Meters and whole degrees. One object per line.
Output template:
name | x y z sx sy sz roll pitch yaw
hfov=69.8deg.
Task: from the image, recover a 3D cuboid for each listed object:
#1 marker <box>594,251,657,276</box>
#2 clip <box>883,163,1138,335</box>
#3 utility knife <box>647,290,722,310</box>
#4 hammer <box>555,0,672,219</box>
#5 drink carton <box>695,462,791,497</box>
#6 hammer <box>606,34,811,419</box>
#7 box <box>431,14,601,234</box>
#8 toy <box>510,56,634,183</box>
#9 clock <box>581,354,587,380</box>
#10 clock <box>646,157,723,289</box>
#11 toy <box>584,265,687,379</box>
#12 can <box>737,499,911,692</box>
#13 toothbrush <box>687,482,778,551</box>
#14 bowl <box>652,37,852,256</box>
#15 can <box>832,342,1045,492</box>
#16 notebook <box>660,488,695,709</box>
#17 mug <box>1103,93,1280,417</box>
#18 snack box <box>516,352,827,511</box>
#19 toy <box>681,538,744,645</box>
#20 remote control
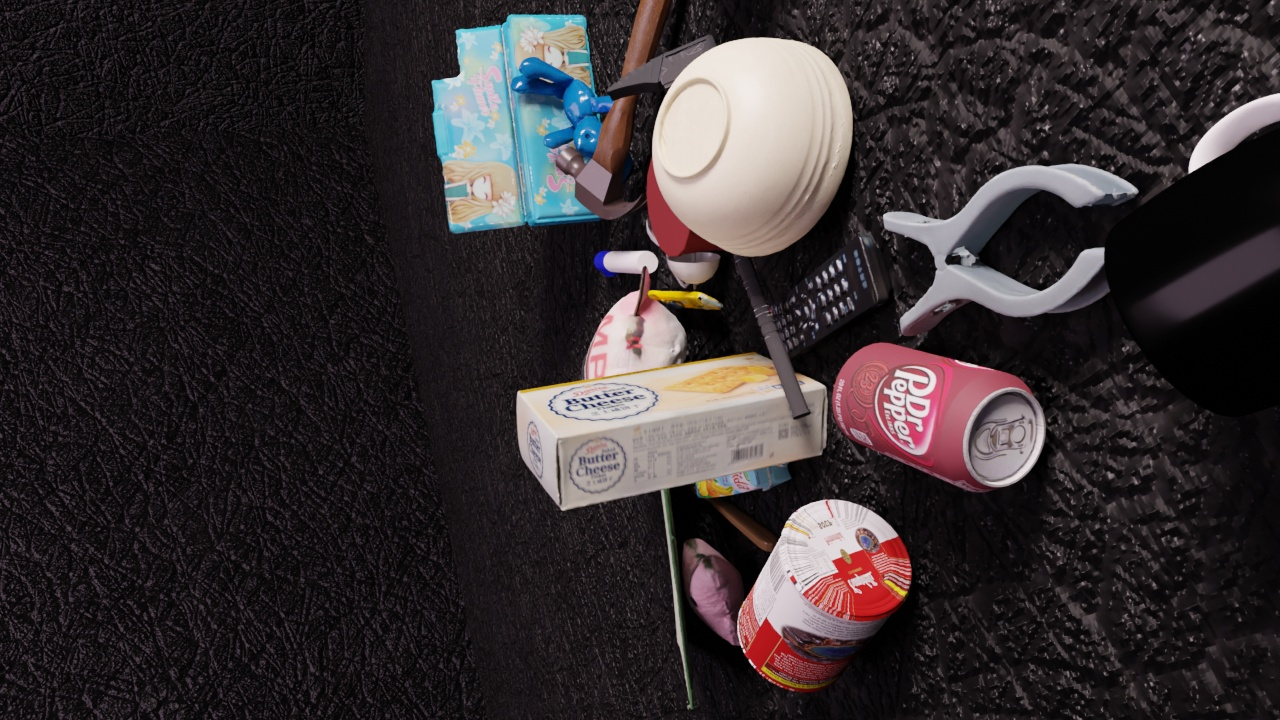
marker | -0.017 -0.104 0.983 0.027 0.023 0.133 64 164 -16
clip | 0.181 -0.072 0.474 0.163 0.028 0.107 161 102 -68
utility knife | 0.039 -0.056 0.834 0.017 0.030 0.163 -71 18 -4
hammer | -0.001 -0.268 0.827 0.115 0.033 0.324 41 135 21
drink carton | 0.082 0.091 0.773 0.129 0.038 0.044 146 114 -67
hammer | 0.060 -0.103 0.693 0.015 0.095 0.324 50 -159 -66
box | -0.135 -0.261 1.016 0.056 0.185 0.227 -171 73 -79
toy | -0.064 -0.246 0.973 0.176 0.070 0.113 52 149 8
clock | -0.033 0.028 1.044 0.123 0.043 0.091 112 144 -53
clock | 0.042 -0.127 0.782 0.096 0.048 0.138 -119 27 -42
toy | -0.005 0.005 0.839 0.213 0.084 0.141 96 -168 -77
can | 0.123 0.163 0.628 0.117 0.086 0.086 105 150 -47
toothbrush | 0.080 0.135 0.830 0.167 0.016 0.016 -149 53 -65
bowl | 0.060 -0.150 0.621 0.151 0.075 0.150 -4 84 49
can | 0.161 0.029 0.509 0.114 0.063 0.063 -155 59 -66
notebook | 0.031 0.183 0.900 0.182 0.010 0.252 -116 19 -88
mug | 0.226 -0.052 0.308 0.100 0.085 0.118 -43 27 51
snack box | 0.021 0.046 0.679 0.104 0.207 0.057 -144 49 -63
toy | 0.069 0.215 0.840 0.099 0.052 0.096 -162 52 -79
remote control | 0.128 -0.038 0.634 0.150 0.022 0.047 137 122 -68
